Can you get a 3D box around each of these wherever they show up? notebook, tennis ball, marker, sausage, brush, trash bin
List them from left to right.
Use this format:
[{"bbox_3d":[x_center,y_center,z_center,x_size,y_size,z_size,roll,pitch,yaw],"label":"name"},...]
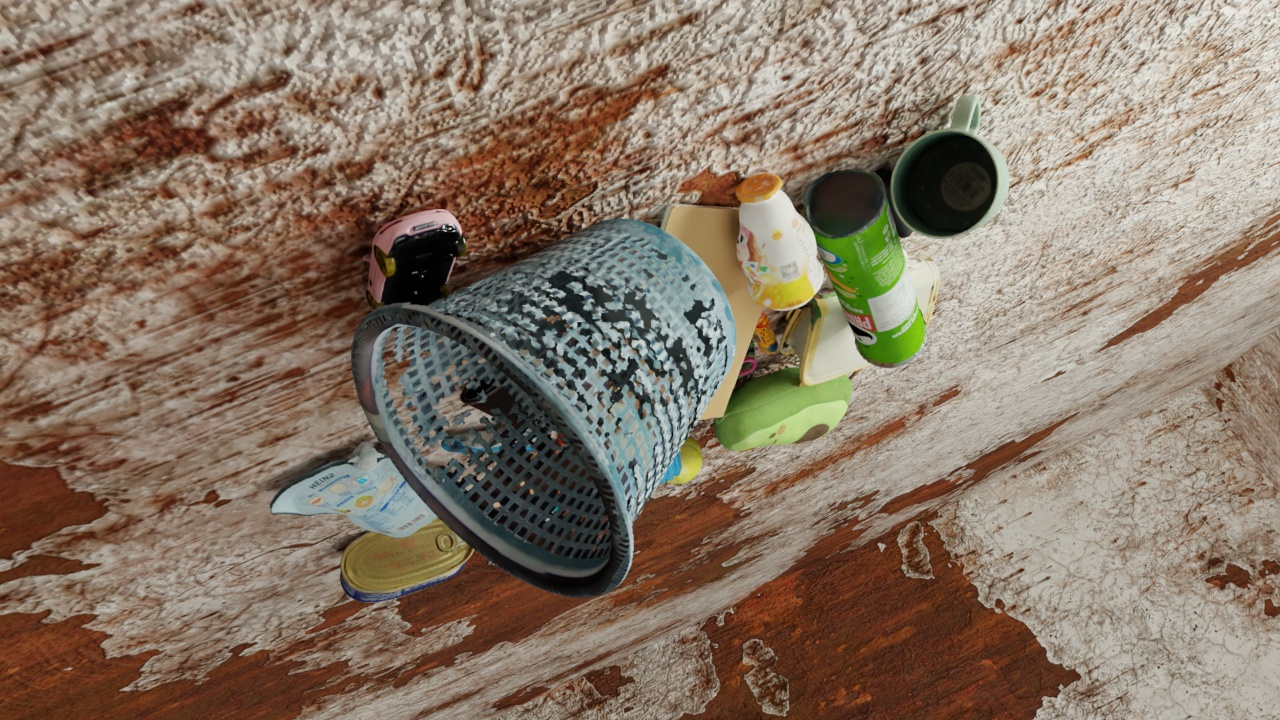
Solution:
[{"bbox_3d":[-0.073,0.102,0.979,0.313,0.060,0.110,-10,123,-37],"label":"brush"},{"bbox_3d":[-0.045,0.011,0.624,0.194,0.226,0.227,-44,171,-37],"label":"trash bin"},{"bbox_3d":[0.044,0.120,1.133,0.065,0.065,0.065,-22,157,-10],"label":"tennis ball"},{"bbox_3d":[0.050,-0.032,0.778,0.147,0.008,0.208,-6,123,-40],"label":"notebook"},{"bbox_3d":[0.122,-0.037,0.941,0.021,0.021,0.165,-29,157,6],"label":"sausage"},{"bbox_3d":[0.230,-0.141,0.839,0.022,0.020,0.132,-3,167,23],"label":"marker"}]

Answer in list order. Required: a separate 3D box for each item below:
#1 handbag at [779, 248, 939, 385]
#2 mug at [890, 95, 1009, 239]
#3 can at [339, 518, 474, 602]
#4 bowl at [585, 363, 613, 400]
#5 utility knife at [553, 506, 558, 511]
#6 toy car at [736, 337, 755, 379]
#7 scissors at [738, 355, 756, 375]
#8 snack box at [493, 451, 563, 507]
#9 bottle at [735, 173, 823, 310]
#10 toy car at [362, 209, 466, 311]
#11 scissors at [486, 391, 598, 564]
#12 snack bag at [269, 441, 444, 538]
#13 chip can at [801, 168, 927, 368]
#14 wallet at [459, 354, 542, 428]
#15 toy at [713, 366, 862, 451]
[{"bbox_3d":[0.233,-0.069,0.962,0.163,0.063,0.179,-18,141,-19],"label":"handbag"},{"bbox_3d":[0.258,-0.158,0.749,0.106,0.082,0.112,-22,122,-61],"label":"mug"},{"bbox_3d":[-0.258,0.219,1.017,0.148,0.074,0.049,-14,157,-26],"label":"can"},{"bbox_3d":[-0.005,0.005,0.844,0.113,0.062,0.114,-22,154,-12],"label":"bowl"},{"bbox_3d":[-0.146,0.195,1.122,0.210,0.013,0.029,-28,162,34],"label":"utility knife"},{"bbox_3d":[0.092,0.004,0.982,0.043,0.036,0.091,-16,159,-26],"label":"toy car"},{"bbox_3d":[0.060,0.011,0.944,0.128,0.017,0.134,5,143,-5],"label":"scissors"},{"bbox_3d":[-0.103,0.136,1.063,0.085,0.026,0.157,-41,153,30],"label":"snack box"},{"bbox_3d":[0.106,-0.094,0.726,0.063,0.063,0.108,-25,127,-2],"label":"bottle"},{"bbox_3d":[-0.148,-0.063,0.589,0.056,0.037,0.123,-18,168,-25],"label":"toy car"},{"bbox_3d":[-0.081,0.105,0.914,0.220,0.022,0.222,-40,148,-21],"label":"scissors"},{"bbox_3d":[-0.255,0.128,0.876,0.110,0.038,0.191,-24,156,7],"label":"snack bag"},{"bbox_3d":[0.207,-0.076,0.825,0.072,0.072,0.236,-30,145,8],"label":"chip can"},{"bbox_3d":[-0.099,0.025,0.847,0.096,0.020,0.122,-30,159,8],"label":"wallet"},{"bbox_3d":[0.181,0.056,1.113,0.246,0.090,0.228,-12,150,-34],"label":"toy"}]
